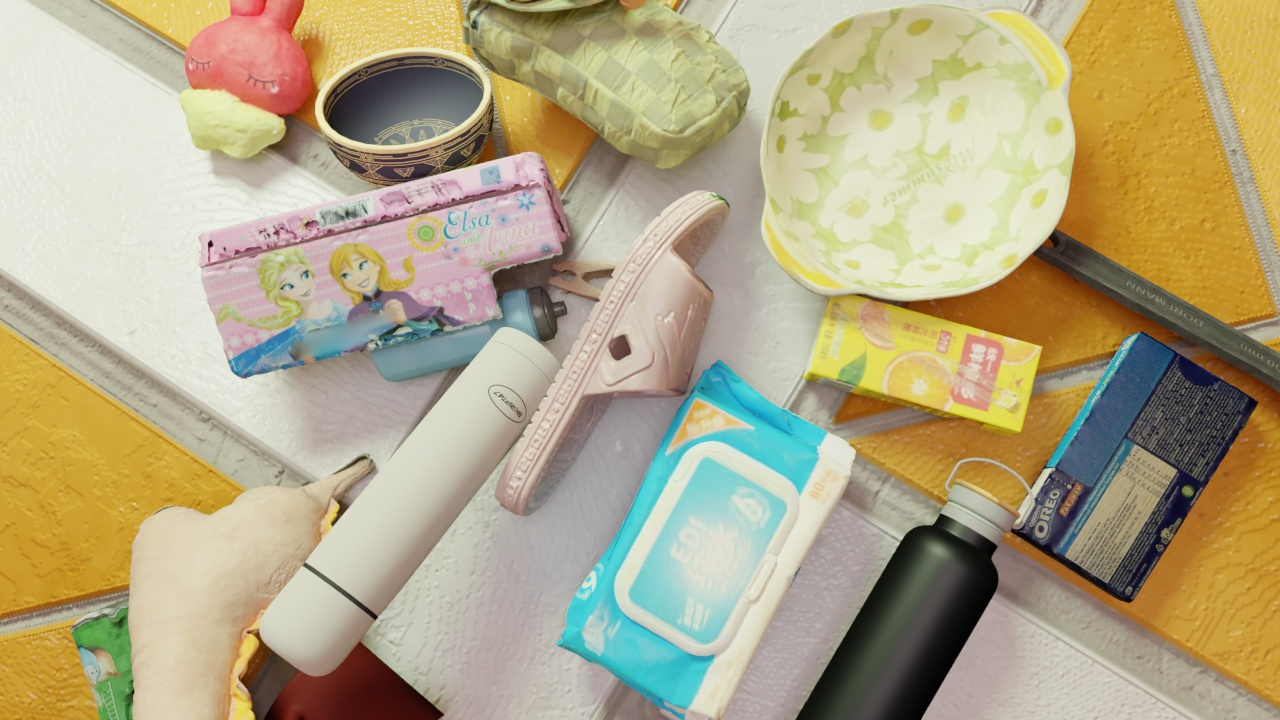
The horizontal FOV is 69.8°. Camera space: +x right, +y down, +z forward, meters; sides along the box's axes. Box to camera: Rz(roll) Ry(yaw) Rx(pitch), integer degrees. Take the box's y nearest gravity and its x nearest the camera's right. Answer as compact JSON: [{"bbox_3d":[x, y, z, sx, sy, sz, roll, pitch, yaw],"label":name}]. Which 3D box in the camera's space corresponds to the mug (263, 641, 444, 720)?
[{"bbox_3d":[-0.182,0.226,0.559,0.082,0.105,0.073,38,97,8],"label":"mug"}]

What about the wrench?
[{"bbox_3d":[0.363,-0.012,0.568,0.273,0.018,0.073,32,59,9],"label":"wrench"}]

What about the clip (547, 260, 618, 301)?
[{"bbox_3d":[-0.031,-0.061,0.618,0.061,0.025,0.043,18,86,10],"label":"clip"}]

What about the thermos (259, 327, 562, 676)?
[{"bbox_3d":[-0.129,0.078,0.537,0.052,0.052,0.223,33,67,7],"label":"thermos"}]

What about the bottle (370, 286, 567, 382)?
[{"bbox_3d":[-0.112,-0.019,0.612,0.130,0.040,0.040,-14,83,3],"label":"bottle"}]

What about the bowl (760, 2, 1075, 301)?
[{"bbox_3d":[0.171,-0.127,0.589,0.219,0.060,0.188,-43,83,0],"label":"bowl"}]

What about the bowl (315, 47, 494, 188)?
[{"bbox_3d":[-0.151,-0.151,0.613,0.112,0.061,0.112,-1,50,1],"label":"bowl"}]

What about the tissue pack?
[{"bbox_3d":[0.043,0.113,0.574,0.117,0.066,0.209,28,85,6],"label":"tissue pack"}]

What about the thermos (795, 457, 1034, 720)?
[{"bbox_3d":[0.164,0.164,0.557,0.061,0.061,0.231,31,88,7],"label":"thermos"}]

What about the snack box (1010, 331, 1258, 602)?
[{"bbox_3d":[0.305,0.065,0.573,0.082,0.027,0.150,34,86,9],"label":"snack box"}]

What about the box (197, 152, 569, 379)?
[{"bbox_3d":[-0.159,-0.053,0.590,0.230,0.085,0.096,-13,73,3],"label":"box"}]

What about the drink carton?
[{"bbox_3d":[0.178,0.001,0.583,0.134,0.043,0.058,16,85,6],"label":"drink carton"}]

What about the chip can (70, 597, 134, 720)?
[{"bbox_3d":[-0.291,0.256,0.583,0.075,0.075,0.223,-24,82,2],"label":"chip can"}]

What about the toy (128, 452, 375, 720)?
[{"bbox_3d":[-0.225,0.175,0.525,0.196,0.065,0.264,-20,49,-13],"label":"toy"}]

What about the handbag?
[{"bbox_3d":[-0.014,-0.211,0.579,0.186,0.117,0.113,35,61,8],"label":"handbag"}]

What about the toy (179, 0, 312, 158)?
[{"bbox_3d":[-0.275,-0.207,0.643,0.091,0.045,0.135,21,92,5],"label":"toy"}]

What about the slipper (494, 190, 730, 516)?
[{"bbox_3d":[-0.003,0.003,0.574,0.064,0.094,0.239,33,91,12],"label":"slipper"}]
